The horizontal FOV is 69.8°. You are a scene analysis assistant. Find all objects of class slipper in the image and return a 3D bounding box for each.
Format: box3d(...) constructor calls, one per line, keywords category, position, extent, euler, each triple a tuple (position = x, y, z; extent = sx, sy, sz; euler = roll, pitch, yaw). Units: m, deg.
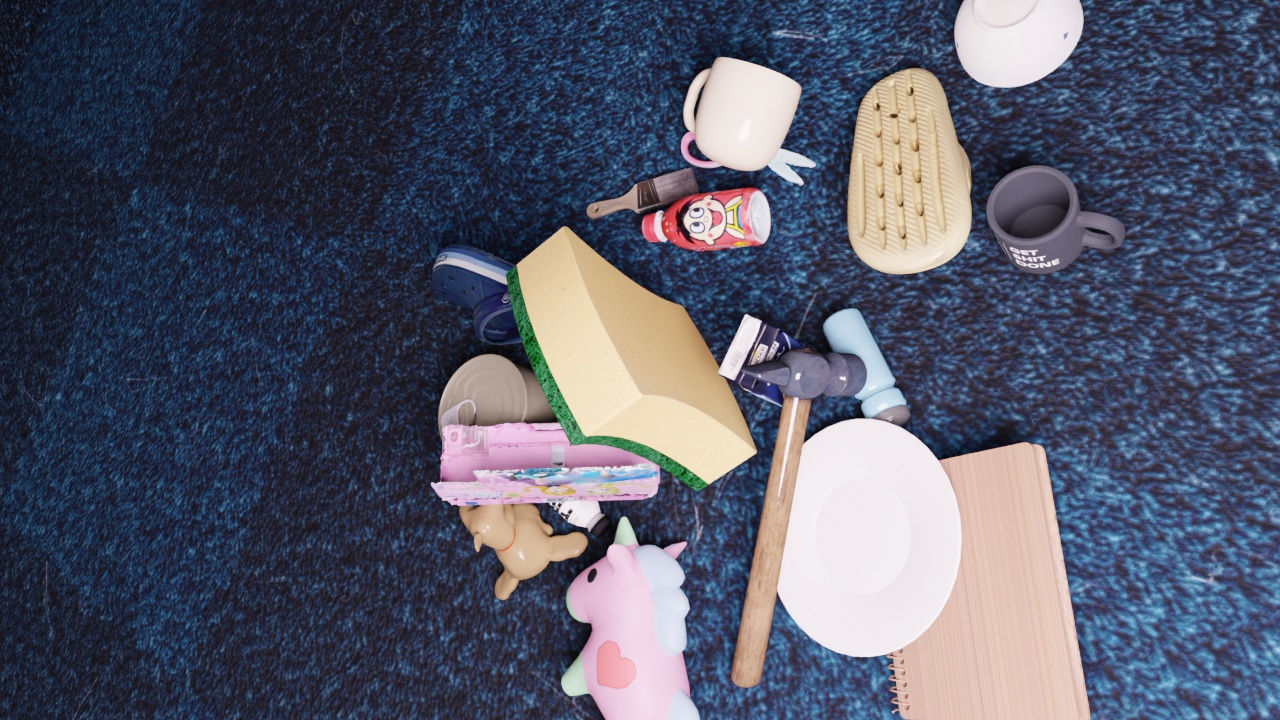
box3d(category="slipper", position=(-0.160, -0.065, 1.078), extent=(0.253, 0.105, 0.095), euler=(17, 78, 32))
box3d(category="slipper", position=(0.258, -0.170, 0.873), extent=(0.112, 0.079, 0.260), euler=(-17, 49, 30))

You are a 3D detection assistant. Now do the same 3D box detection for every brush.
box3d(category="brush", position=(0.001, -0.190, 1.072), extent=(0.151, 0.012, 0.039), euler=(-12, 71, 30))
box3d(category="brush", position=(-0.005, 0.005, 0.877), extent=(0.075, 0.250, 0.195), euler=(-36, 57, 18))

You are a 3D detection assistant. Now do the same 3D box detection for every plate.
box3d(category="plate", position=(0.196, 0.156, 0.824), extent=(0.209, 0.015, 0.208), euler=(-19, 65, 47))

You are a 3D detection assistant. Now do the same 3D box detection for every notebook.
box3d(category="notebook", position=(0.267, 0.187, 0.760), extent=(0.170, 0.022, 0.210), euler=(-23, 63, 49))

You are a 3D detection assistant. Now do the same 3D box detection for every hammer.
box3d(category="hammer", position=(0.121, 0.148, 0.835), extent=(0.040, 0.129, 0.322), euler=(22, 107, 53))

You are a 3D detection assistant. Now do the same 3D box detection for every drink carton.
box3d(category="drink carton", position=(0.127, 0.007, 0.867), extent=(0.040, 0.130, 0.064), euler=(24, 90, 34))

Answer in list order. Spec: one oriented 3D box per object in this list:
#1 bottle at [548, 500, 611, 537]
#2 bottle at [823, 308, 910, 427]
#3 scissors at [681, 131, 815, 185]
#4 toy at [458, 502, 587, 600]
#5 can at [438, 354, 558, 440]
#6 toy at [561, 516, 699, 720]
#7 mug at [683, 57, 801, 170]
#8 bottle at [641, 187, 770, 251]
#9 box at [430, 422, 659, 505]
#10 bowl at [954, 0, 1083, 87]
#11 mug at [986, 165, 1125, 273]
box3d(category="bottle", position=(-0.079, 0.147, 1.000), extent=(0.116, 0.041, 0.041), euler=(41, 99, 15))
box3d(category="bottle", position=(0.215, 0.013, 0.865), extent=(0.040, 0.040, 0.130), euler=(-31, 62, 21))
box3d(category="scissors", position=(0.129, -0.249, 1.009), extent=(0.179, 0.016, 0.105), euler=(24, 89, 35))
box3d(category="toy", position=(-0.142, 0.190, 1.002), extent=(0.134, 0.108, 0.105), euler=(-34, 34, 19))
box3d(category="can", position=(-0.162, 0.063, 1.064), extent=(0.128, 0.073, 0.127), euler=(-9, 72, 29))
box3d(category="toy", position=(0.002, 0.279, 0.886), extent=(0.171, 0.120, 0.222), euler=(-51, 56, 21))
box3d(category="mug", position=(0.097, -0.255, 0.965), extent=(0.120, 0.096, 0.100), euler=(24, 101, 27))
box3d(category="bottle", position=(0.067, -0.149, 0.990), extent=(0.138, 0.062, 0.062), euler=(-2, 75, 31))
box3d(category="box", position=(-0.094, 0.093, 0.935), extent=(0.230, 0.106, 0.086), euler=(-2, 65, -1))
box3d(category="bowl", position=(0.351, -0.323, 0.863), extent=(0.114, 0.063, 0.113), euler=(-9, 73, 29))
box3d(category="mug", position=(0.359, -0.117, 0.790), extent=(0.105, 0.077, 0.071), euler=(18, 86, 34))
